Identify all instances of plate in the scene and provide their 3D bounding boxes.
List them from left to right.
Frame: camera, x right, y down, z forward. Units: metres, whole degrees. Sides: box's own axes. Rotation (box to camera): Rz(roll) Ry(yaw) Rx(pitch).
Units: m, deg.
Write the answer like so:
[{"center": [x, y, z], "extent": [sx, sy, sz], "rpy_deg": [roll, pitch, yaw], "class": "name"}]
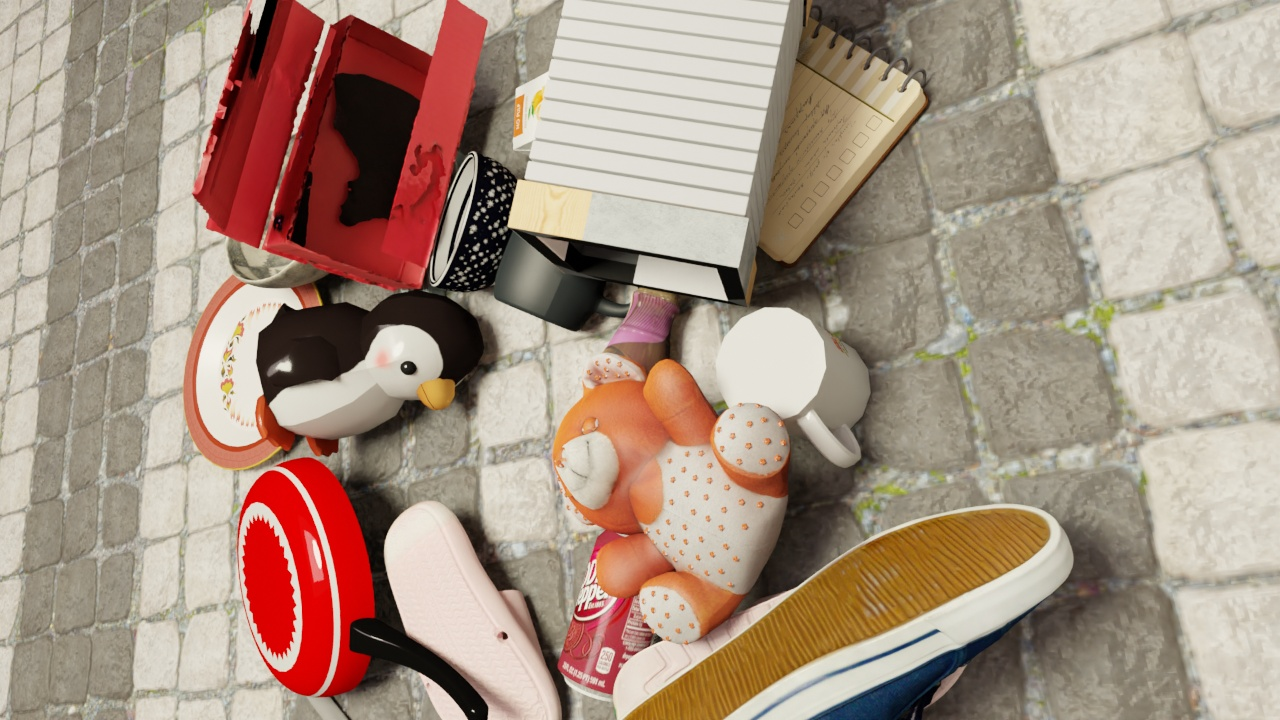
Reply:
[{"center": [-0.407, 0.003, 0.975], "extent": [0.230, 0.021, 0.229], "rpy_deg": [-8, 74, 30], "class": "plate"}]

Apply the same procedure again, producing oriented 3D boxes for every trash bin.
[{"center": [0.025, -0.180, 0.621], "extent": [0.142, 0.142, 0.247], "rpy_deg": [11, 86, 10], "class": "trash bin"}]

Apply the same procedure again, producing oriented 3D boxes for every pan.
[{"center": [-0.247, 0.209, 0.756], "extent": [0.357, 0.067, 0.209], "rpy_deg": [21, 110, 45], "class": "pan"}]

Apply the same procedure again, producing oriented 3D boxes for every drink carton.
[{"center": [-0.059, -0.216, 0.782], "extent": [0.123, 0.040, 0.058], "rpy_deg": [-9, 75, 44], "class": "drink carton"}]

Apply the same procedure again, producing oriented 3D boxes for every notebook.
[{"center": [0.090, -0.200, 0.712], "extent": [0.168, 0.024, 0.225], "rpy_deg": [-52, 58, 13], "class": "notebook"}]

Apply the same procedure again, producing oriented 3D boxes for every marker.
[{"center": [-0.275, 0.316, 0.825], "extent": [0.022, 0.016, 0.139], "rpy_deg": [-42, 54, -20], "class": "marker"}]

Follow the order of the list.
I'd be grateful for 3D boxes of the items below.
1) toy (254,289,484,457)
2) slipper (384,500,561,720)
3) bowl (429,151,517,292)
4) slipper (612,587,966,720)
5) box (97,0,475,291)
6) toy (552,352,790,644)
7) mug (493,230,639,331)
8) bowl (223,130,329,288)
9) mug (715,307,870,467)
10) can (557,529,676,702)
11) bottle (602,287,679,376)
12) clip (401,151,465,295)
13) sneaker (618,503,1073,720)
[{"center": [-0.230, -0.010, 0.804], "extent": [0.184, 0.159, 0.140], "rpy_deg": [-17, 75, 9], "class": "toy"}, {"center": [-0.138, 0.214, 0.737], "extent": [0.107, 0.055, 0.221], "rpy_deg": [-41, 70, 19], "class": "slipper"}, {"center": [-0.132, -0.113, 0.797], "extent": [0.120, 0.066, 0.120], "rpy_deg": [-46, 35, 48], "class": "bowl"}, {"center": [0.100, 0.195, 0.589], "extent": [0.239, 0.064, 0.094], "rpy_deg": [-23, 70, 12], "class": "slipper"}, {"center": [-0.277, -0.196, 0.736], "extent": [0.121, 0.318, 0.211], "rpy_deg": [10, 82, 26], "class": "box"}, {"center": [0.008, 0.077, 0.596], "extent": [0.172, 0.092, 0.164], "rpy_deg": [29, 110, 34], "class": "toy"}, {"center": [-0.051, -0.072, 0.743], "extent": [0.121, 0.085, 0.094], "rpy_deg": [23, 92, 5], "class": "mug"}, {"center": [-0.329, -0.142, 0.922], "extent": [0.179, 0.081, 0.178], "rpy_deg": [-16, 58, 28], "class": "bowl"}, {"center": [0.110, 0.023, 0.607], "extent": [0.074, 0.089, 0.105], "rpy_deg": [-37, 62, 19], "class": "mug"}, {"center": [-0.015, 0.181, 0.663], "extent": [0.063, 0.063, 0.114], "rpy_deg": [15, 87, 34], "class": "can"}, {"center": [-0.004, 0.004, 0.701], "extent": [0.060, 0.059, 0.166], "rpy_deg": [16, 85, 34], "class": "bottle"}, {"center": [-0.233, -0.118, 0.893], "extent": [0.159, 0.030, 0.173], "rpy_deg": [4, 79, 34], "class": "clip"}, {"center": [0.122, 0.197, 0.507], "extent": [0.295, 0.120, 0.127], "rpy_deg": [-37, 102, 6], "class": "sneaker"}]
